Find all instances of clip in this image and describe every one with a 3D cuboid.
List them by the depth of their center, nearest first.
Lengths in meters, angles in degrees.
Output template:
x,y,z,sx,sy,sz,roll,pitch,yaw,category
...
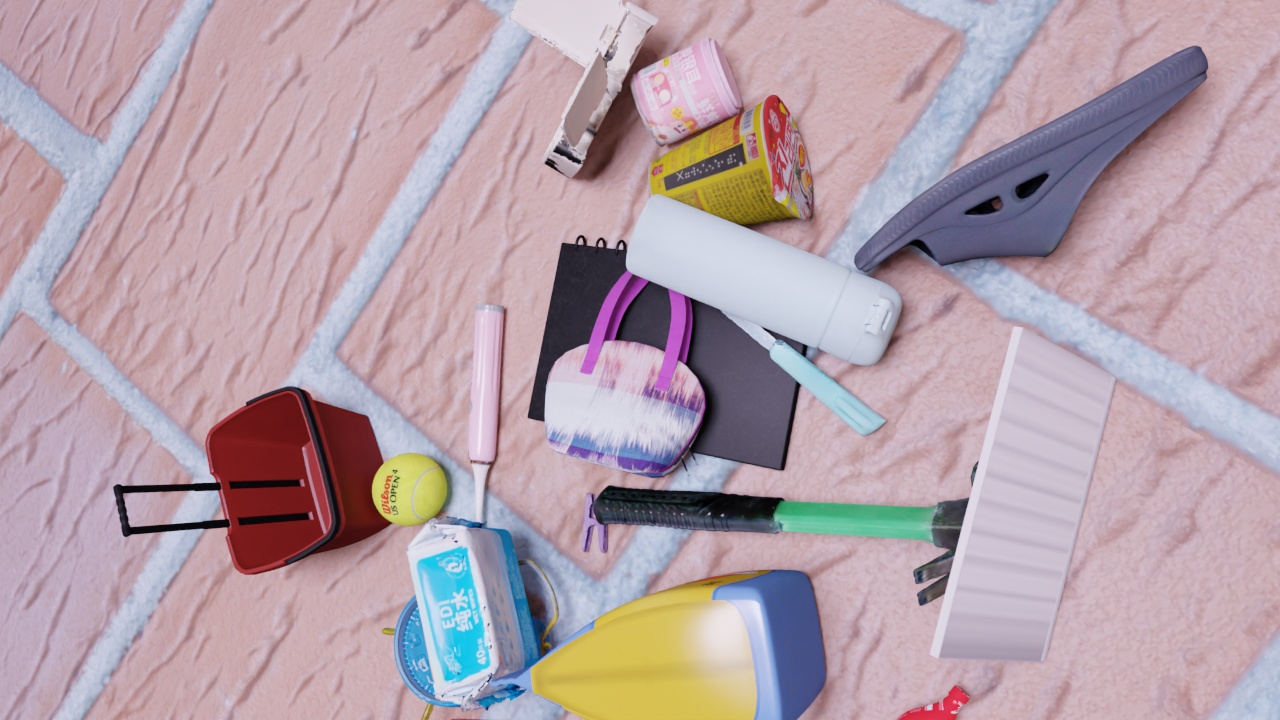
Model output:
x,y,z,sx,sy,sz,roll,pitch,yaw,category
-0.040,0.138,0.783,0.036,0.013,0.052,-5,79,19,clip

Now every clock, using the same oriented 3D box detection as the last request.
x,y,z,sx,sy,sz,roll,pitch,yaw,category
-0.139,0.229,0.783,0.161,0.060,0.116,-35,71,11,clock

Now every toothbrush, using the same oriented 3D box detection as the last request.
x,y,z,sx,sy,sz,roll,pitch,yaw,category
-0.142,0.059,0.825,0.026,0.027,0.222,3,82,-7,toothbrush

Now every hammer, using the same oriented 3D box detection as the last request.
x,y,z,sx,sy,sz,roll,pitch,yaw,category
0.107,0.118,0.694,0.319,0.129,0.032,-1,120,29,hammer

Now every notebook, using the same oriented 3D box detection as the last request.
x,y,z,sx,sy,sz,roll,pitch,yaw,category
0.260,0.096,0.611,0.009,0.142,0.209,13,87,50,notebook
0.023,-0.013,0.777,0.232,0.019,0.169,10,87,22,notebook

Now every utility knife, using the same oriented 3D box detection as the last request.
x,y,z,sx,sy,sz,roll,pitch,yaw,category
0.123,0.004,0.719,0.158,0.015,0.022,40,100,6,utility knife

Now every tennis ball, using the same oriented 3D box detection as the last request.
x,y,z,sx,sy,sz,roll,pitch,yaw,category
-0.206,0.115,0.822,0.065,0.065,0.065,-3,81,21,tennis ball

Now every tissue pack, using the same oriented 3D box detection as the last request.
x,y,z,sx,sy,sz,roll,pitch,yaw,category
-0.129,0.193,0.705,0.062,0.093,0.144,-20,74,11,tissue pack

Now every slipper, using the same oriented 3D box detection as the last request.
x,y,z,sx,sy,sz,roll,pitch,yaw,category
0.282,-0.120,0.656,0.268,0.110,0.083,-31,89,9,slipper

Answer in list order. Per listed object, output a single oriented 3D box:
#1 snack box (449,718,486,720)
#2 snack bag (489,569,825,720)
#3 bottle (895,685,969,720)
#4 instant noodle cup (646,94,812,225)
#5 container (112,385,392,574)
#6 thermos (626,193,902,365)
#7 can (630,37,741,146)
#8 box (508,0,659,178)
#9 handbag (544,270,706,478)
x,y,z,sx,sy,sz,roll,pitch,yaw,category
-0.149,0.313,0.735,0.089,0.133,0.021,-6,81,20,snack box
0.017,0.215,0.672,0.206,0.159,0.102,-12,78,21,snack bag
0.186,0.290,0.659,0.042,0.042,0.141,40,97,21,bottle
0.070,-0.149,0.744,0.113,0.100,0.100,-13,78,30,instant noodle cup
-0.319,0.106,0.794,0.127,0.200,0.148,-25,74,16,container
0.094,-0.060,0.697,0.207,0.078,0.065,23,83,9,thermos
0.039,-0.226,0.774,0.076,0.067,0.067,-20,76,18,can
-0.057,-0.241,0.748,0.101,0.186,0.145,27,88,3,box
-0.004,0.004,0.748,0.145,0.068,0.170,12,83,22,handbag
